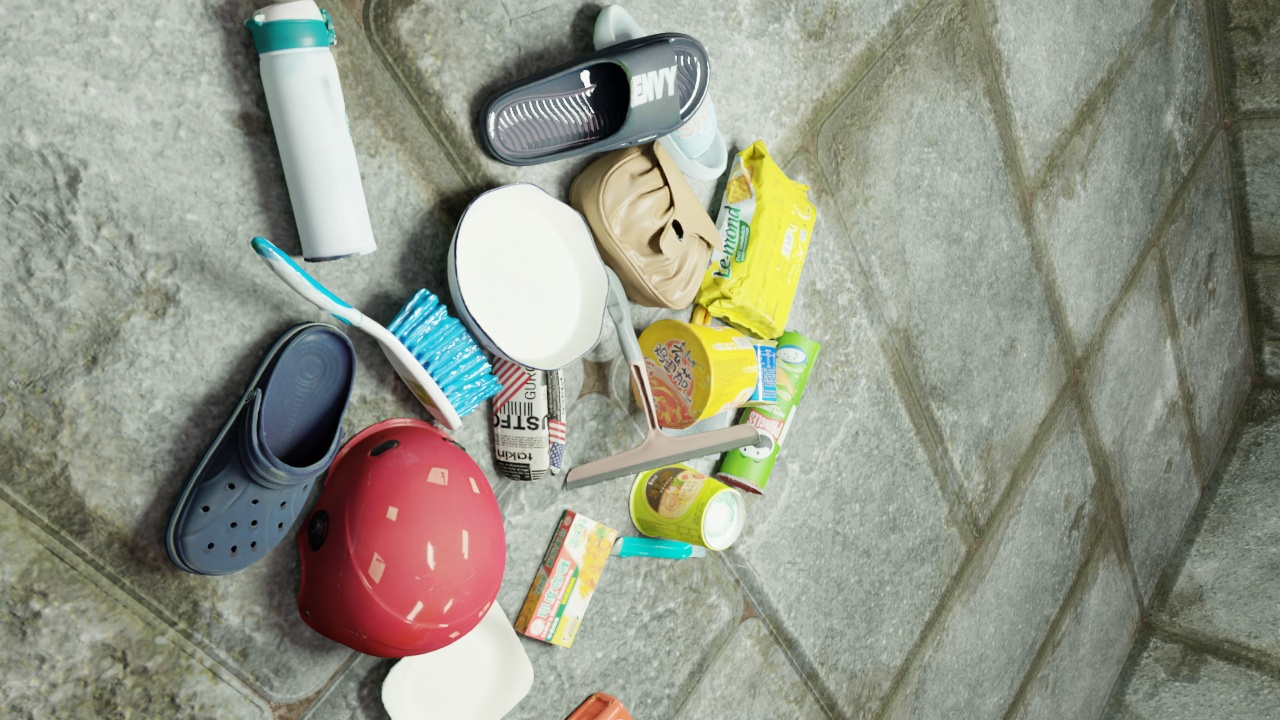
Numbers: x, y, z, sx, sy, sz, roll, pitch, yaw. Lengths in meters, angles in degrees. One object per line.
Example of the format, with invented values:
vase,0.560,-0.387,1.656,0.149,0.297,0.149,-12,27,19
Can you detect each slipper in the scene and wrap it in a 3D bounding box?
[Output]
slipper,-0.038,-0.271,0.978,0.268,0.083,0.111,-20,113,-12
slipper,-0.327,0.083,0.837,0.105,0.095,0.252,36,70,-38
slipper,0.036,-0.320,1.082,0.245,0.074,0.103,44,44,-35

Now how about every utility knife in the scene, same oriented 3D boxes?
utility knife,0.100,-0.111,1.236,0.033,0.015,0.202,21,84,-45
utility knife,0.027,0.256,1.242,0.182,0.013,0.029,15,91,-41

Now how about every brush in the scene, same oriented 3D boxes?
brush,-0.239,-0.033,0.880,0.109,0.061,0.315,-50,139,-23

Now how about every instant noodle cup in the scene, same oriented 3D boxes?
instant noodle cup,0.073,0.013,1.156,0.109,0.138,0.138,-7,102,-45
instant noodle cup,0.067,0.190,1.191,0.111,0.124,0.112,-9,104,-41

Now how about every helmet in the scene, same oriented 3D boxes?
helmet,-0.221,0.186,0.920,0.206,0.144,0.240,4,95,-40

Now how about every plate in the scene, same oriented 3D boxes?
plate,-0.122,-0.087,0.984,0.204,0.046,0.204,14,69,-41
plate,-0.209,0.359,1.034,0.163,0.034,0.164,-38,121,-31

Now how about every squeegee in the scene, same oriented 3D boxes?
squeegee,-0.006,0.006,1.089,0.040,0.248,0.249,-25,99,-72

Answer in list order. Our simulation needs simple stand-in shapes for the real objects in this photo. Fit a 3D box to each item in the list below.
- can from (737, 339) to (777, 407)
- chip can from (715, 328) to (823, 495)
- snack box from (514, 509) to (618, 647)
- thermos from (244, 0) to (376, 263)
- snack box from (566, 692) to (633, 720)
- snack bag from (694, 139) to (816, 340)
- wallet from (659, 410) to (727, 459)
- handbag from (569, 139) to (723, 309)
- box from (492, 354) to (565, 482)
can,0.133,0.019,1.221,0.057,0.102,0.083,5,81,-43
chip can,0.186,0.072,1.311,0.072,0.072,0.235,35,74,-40
snack box,-0.090,0.268,1.129,0.077,0.027,0.155,32,76,-40
thermos,-0.293,-0.205,0.828,0.073,0.073,0.224,-21,111,-38
snack box,-0.049,0.481,1.174,0.091,0.082,0.080,-36,110,-33
snack bag,0.165,-0.151,1.237,0.158,0.068,0.246,27,76,-49
wallet,0.072,0.083,1.248,0.120,0.019,0.097,11,89,-42
handbag,0.017,-0.161,1.093,0.147,0.100,0.204,-56,129,-21
box,-0.121,0.055,1.054,0.086,0.076,0.162,-27,116,-70
